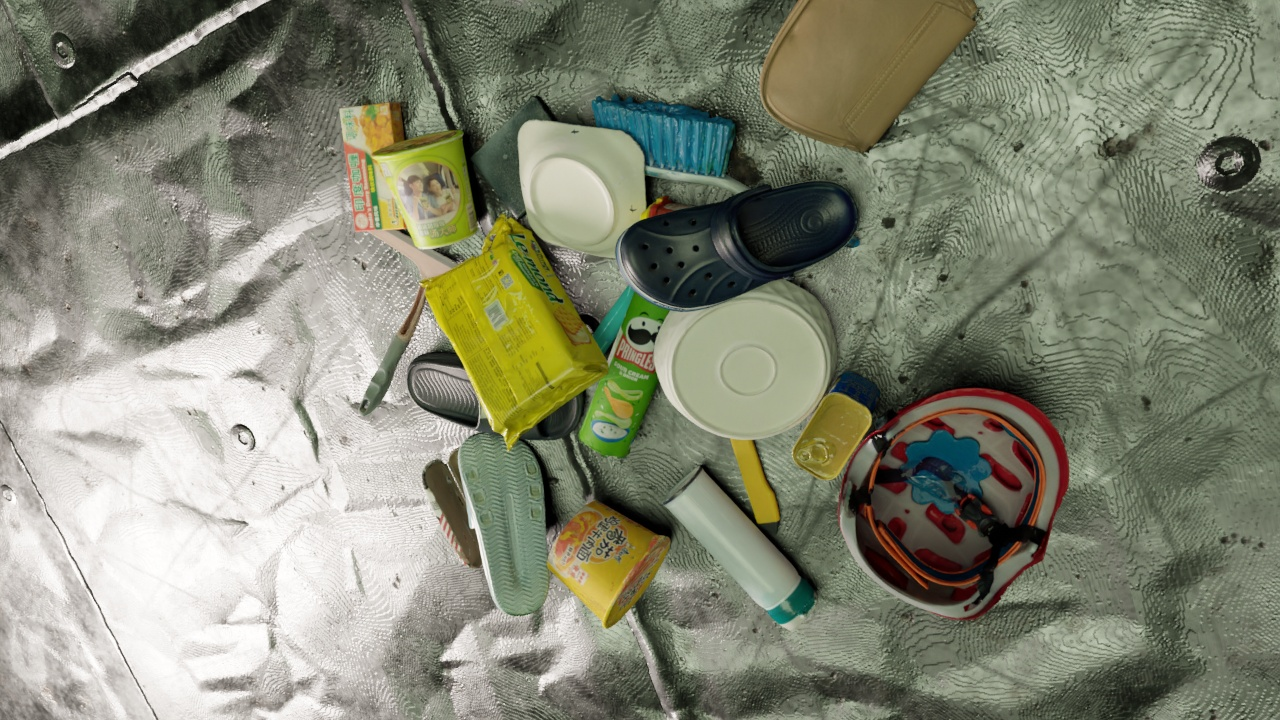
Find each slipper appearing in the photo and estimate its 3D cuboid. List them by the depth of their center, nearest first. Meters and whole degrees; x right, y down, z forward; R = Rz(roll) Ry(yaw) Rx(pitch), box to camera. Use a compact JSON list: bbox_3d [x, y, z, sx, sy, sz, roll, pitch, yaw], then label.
[{"bbox_3d":[0.103,-0.117,0.924,0.253,0.095,0.105,-15,91,-3],"label":"slipper"},{"bbox_3d":[-0.203,0.054,1.191,0.268,0.083,0.111,8,113,21],"label":"slipper"},{"bbox_3d":[-0.176,0.213,1.214,0.074,0.104,0.245,138,121,-68],"label":"slipper"}]

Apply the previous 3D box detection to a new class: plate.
[{"bbox_3d":[0.118,0.003,1.022,0.205,0.045,0.205,1,116,1],"label":"plate"},{"bbox_3d":[-0.071,-0.186,1.039,0.164,0.034,0.164,13,131,22],"label":"plate"}]

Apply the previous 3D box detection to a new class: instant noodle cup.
[{"bbox_3d":[-0.252,-0.204,1.111,0.112,0.111,0.123,-2,115,23],"label":"instant noodle cup"},{"bbox_3d":[-0.044,0.252,1.171,0.110,0.137,0.138,34,118,18],"label":"instant noodle cup"}]

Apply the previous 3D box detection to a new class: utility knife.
[{"bbox_3d":[0.132,0.118,1.109,0.033,0.015,0.202,-12,104,27],"label":"utility knife"},{"bbox_3d":[-0.030,-0.047,1.120,0.029,0.013,0.183,38,119,3],"label":"utility knife"}]

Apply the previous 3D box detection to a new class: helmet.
[{"bbox_3d":[0.323,0.130,0.967,0.207,0.143,0.240,36,104,4],"label":"helmet"}]

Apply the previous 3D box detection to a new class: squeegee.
[{"bbox_3d":[-0.316,-0.036,1.216,0.248,0.040,0.250,30,102,15],"label":"squeegee"}]

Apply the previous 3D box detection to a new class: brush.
[{"bbox_3d":[0.092,-0.207,0.995,0.315,0.060,0.110,15,119,15],"label":"brush"}]

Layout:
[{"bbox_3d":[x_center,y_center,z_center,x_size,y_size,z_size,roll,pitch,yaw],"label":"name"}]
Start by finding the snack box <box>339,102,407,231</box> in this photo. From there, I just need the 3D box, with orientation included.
[{"bbox_3d":[-0.333,-0.243,1.162,0.077,0.027,0.156,0,102,22],"label":"snack box"}]

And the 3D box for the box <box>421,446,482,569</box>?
[{"bbox_3d":[-0.230,0.199,1.258,0.087,0.075,0.162,-24,97,16],"label":"box"}]

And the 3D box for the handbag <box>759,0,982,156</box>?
[{"bbox_3d":[0.214,-0.307,0.884,0.148,0.099,0.205,38,118,-2],"label":"handbag"}]

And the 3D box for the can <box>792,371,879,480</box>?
[{"bbox_3d":[0.219,0.070,1.018,0.057,0.083,0.102,31,117,11],"label":"can"}]

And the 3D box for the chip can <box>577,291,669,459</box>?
[{"bbox_3d":[-0.007,0.006,1.097,0.072,0.072,0.236,28,117,11],"label":"chip can"}]

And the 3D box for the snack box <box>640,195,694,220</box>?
[{"bbox_3d":[0.046,-0.139,1.015,0.080,0.091,0.082,6,108,13],"label":"snack box"}]

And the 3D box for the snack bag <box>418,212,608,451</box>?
[{"bbox_3d":[-0.156,-0.037,1.094,0.158,0.068,0.246,-36,74,17],"label":"snack bag"}]

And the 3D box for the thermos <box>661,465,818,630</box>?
[{"bbox_3d":[0.125,0.234,1.127,0.224,0.073,0.073,47,118,1],"label":"thermos"}]

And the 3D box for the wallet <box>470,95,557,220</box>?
[{"bbox_3d":[-0.136,-0.241,1.094,0.121,0.019,0.097,-37,91,27],"label":"wallet"}]
